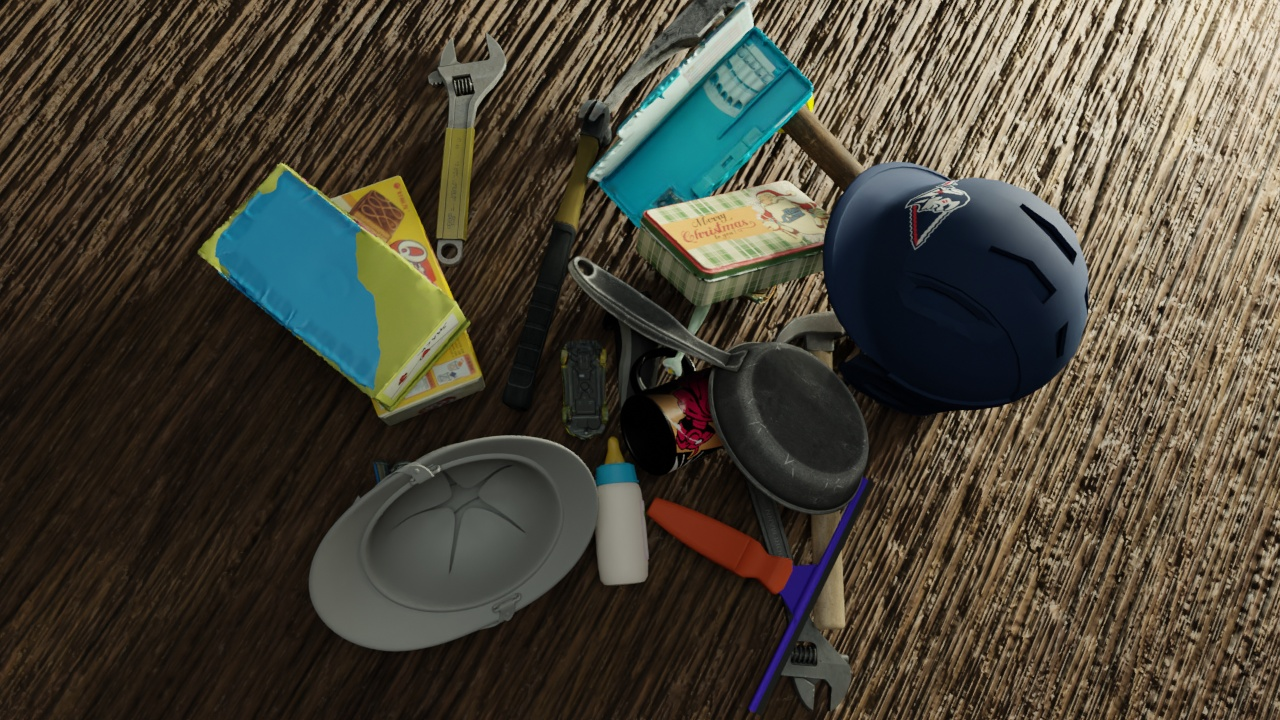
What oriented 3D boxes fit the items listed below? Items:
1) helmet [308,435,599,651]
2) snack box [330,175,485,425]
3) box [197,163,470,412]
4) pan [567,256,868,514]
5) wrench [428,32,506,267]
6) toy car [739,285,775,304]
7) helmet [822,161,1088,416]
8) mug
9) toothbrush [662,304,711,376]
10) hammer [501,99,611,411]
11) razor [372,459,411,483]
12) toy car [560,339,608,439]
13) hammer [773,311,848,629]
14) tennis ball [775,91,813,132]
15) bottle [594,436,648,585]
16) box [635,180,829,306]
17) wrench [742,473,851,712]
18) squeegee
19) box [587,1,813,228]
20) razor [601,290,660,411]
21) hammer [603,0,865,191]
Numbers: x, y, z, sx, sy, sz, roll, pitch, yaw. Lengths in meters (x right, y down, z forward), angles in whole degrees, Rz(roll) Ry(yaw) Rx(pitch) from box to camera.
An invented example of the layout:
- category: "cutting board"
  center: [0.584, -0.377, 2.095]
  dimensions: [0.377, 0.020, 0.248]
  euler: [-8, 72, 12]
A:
- category: "helmet"
  center: [-0.176, 0.151, 0.872]
  dimensions: [0.271, 0.117, 0.183]
  euler: [-28, 113, -3]
- category: "snack box"
  center: [-0.249, -0.061, 0.932]
  dimensions: [0.110, 0.062, 0.230]
  euler: [-22, 81, -10]
- category: "box"
  center: [-0.284, -0.068, 0.860]
  dimensions: [0.221, 0.081, 0.124]
  euler: [36, 80, 6]
- category: "pan"
  center: [0.081, 0.007, 0.881]
  dimensions: [0.357, 0.055, 0.186]
  euler: [39, 44, -6]
- category: "wrench"
  center: [-0.194, -0.232, 0.997]
  dimensions: [0.083, 0.018, 0.273]
  euler: [3, 78, -5]
- category: "toy car"
  center: [0.095, -0.101, 0.983]
  dimensions: [0.112, 0.047, 0.047]
  euler: [21, 80, -1]
- category: "helmet"
  center: [0.302, -0.078, 0.891]
  dimensions: [0.272, 0.224, 0.231]
  euler: [42, 68, -2]
- category: "mug"
  center: [0.035, 0.043, 0.910]
  dimensions: [0.098, 0.082, 0.118]
  euler: [-19, 80, -35]
- category: "toothbrush"
  center: [0.053, -0.033, 0.939]
  dimensions: [0.022, 0.015, 0.154]
  euler: [39, 39, -9]
- category: "hammer"
  center: [-0.085, -0.111, 0.944]
  dimensions: [0.025, 0.118, 0.332]
  euler: [15, 82, 3]
- category: "razor"
  center: [-0.193, 0.106, 0.924]
  dimensions: [0.144, 0.022, 0.042]
  euler: [-8, 116, -12]
- category: "toy car"
  center: [-0.058, 0.029, 0.948]
  dimensions: [0.049, 0.030, 0.106]
  euler: [0, 76, -7]
- category: "hammer"
  center: [0.191, 0.108, 0.956]
  dimensions: [0.119, 0.031, 0.330]
  euler: [2, 77, -4]
- category: "tennis ball"
  center: [0.159, -0.287, 1.021]
  dimensions: [0.065, 0.065, 0.065]
  euler: [1, 77, -6]
- category: "bottle"
  center: [-0.021, 0.148, 0.914]
  dimensions: [0.051, 0.051, 0.146]
  euler: [-4, 78, -7]
- category: "box"
  center: [0.107, -0.123, 0.932]
  dimensions: [0.205, 0.050, 0.117]
  euler: [-17, 46, -31]
- category: "wrench"
  center: [0.149, 0.219, 0.936]
  dimensions: [0.073, 0.018, 0.273]
  euler: [-14, 78, -9]
- category: "squeegee"
  center: [0.091, 0.188, 0.911]
  dimensions: [0.185, 0.055, 0.249]
  euler: [28, 80, 4]
- category: "box"
  center: [0.056, -0.231, 0.912]
  dimensions: [0.227, 0.121, 0.098]
  euler: [-43, 83, 11]
- category: "razor"
  center: [-0.006, 0.006, 0.949]
  dimensions: [0.060, 0.057, 0.156]
  euler: [-16, 78, 33]
- category: "hammer"
  center: [0.123, -0.245, 0.978]
  dimensions: [0.218, 0.037, 0.300]
  euler: [-43, 83, 11]
